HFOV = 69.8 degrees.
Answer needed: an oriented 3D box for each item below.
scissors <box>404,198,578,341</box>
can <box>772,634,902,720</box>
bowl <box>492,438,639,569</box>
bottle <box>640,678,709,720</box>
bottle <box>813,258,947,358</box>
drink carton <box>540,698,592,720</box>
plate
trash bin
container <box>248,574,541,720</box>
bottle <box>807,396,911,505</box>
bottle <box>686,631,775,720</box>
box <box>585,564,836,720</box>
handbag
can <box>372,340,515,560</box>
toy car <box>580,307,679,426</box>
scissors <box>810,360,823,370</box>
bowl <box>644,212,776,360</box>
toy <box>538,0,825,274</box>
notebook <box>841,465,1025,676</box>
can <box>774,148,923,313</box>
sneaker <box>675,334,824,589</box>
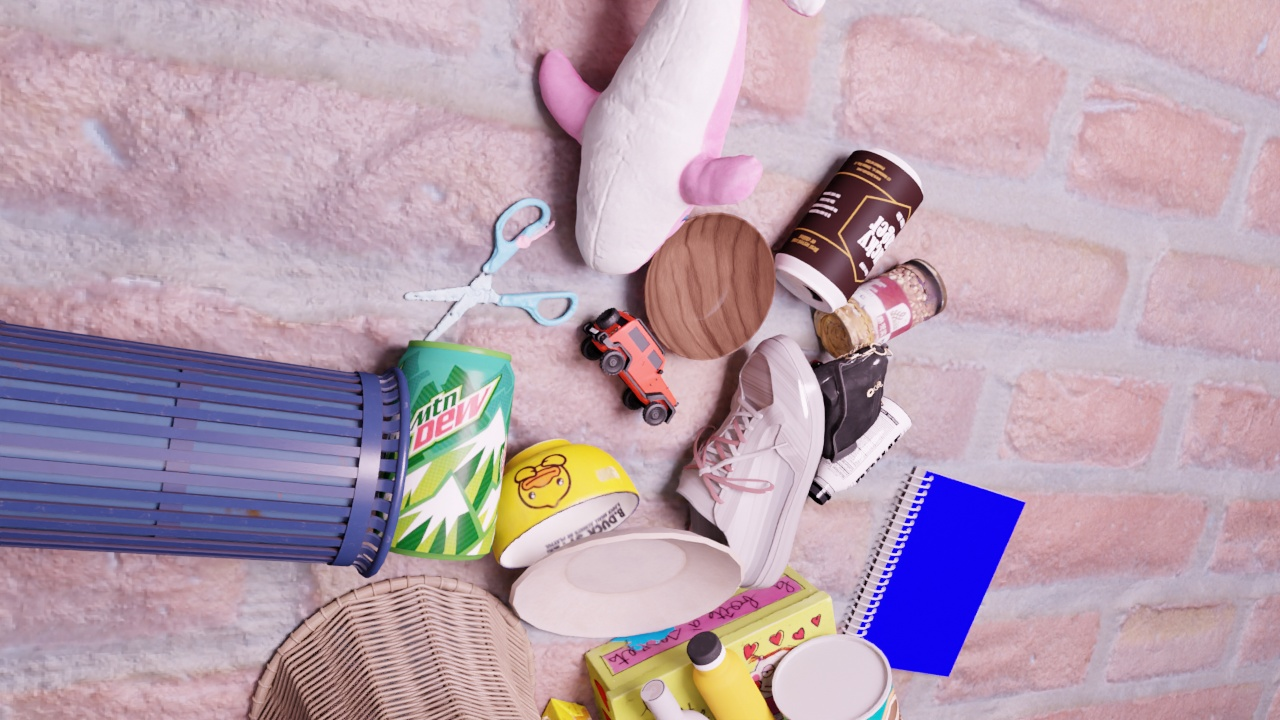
[{"bbox_3d":[-0.102,-0.050,0.689,0.139,0.015,0.118,-45,118,-1],"label":"scissors"},{"bbox_3d":[0.181,0.326,0.793,0.099,0.099,0.144,-28,116,-16],"label":"can"},{"bbox_3d":[-0.067,0.103,0.704,0.117,0.067,0.117,-23,156,-11],"label":"bowl"},{"bbox_3d":[0.051,0.336,0.764,0.052,0.052,0.195,-35,117,-13],"label":"bottle"},{"bbox_3d":[0.212,-0.045,0.812,0.105,0.056,0.056,-26,114,-17],"label":"bottle"},{"bbox_3d":[-0.052,0.343,0.754,0.043,0.134,0.058,25,95,-27],"label":"drink carton"},{"bbox_3d":[-0.011,0.175,0.743,0.188,0.027,0.189,-5,142,-4],"label":"plate"},{"bbox_3d":[-0.282,0.055,0.560,0.249,0.139,0.139,10,100,-26],"label":"trash bin"},{"bbox_3d":[-0.154,0.302,0.657,0.226,0.196,0.227,-7,108,-24],"label":"container"},{"bbox_3d":[0.199,0.087,0.853,0.116,0.041,0.041,-45,118,-8],"label":"bottle"},{"bbox_3d":[0.080,0.285,0.766,0.043,0.043,0.144,-34,116,-13],"label":"bottle"},{"bbox_3d":[0.068,0.286,0.828,0.220,0.079,0.124,-18,112,-21],"label":"box"},{"bbox_3d":[0.180,0.035,0.786,0.079,0.054,0.129,-32,146,-13],"label":"handbag"},{"bbox_3d":[-0.137,0.062,0.646,0.083,0.083,0.144,10,85,-28],"label":"can"},{"bbox_3d":[-0.004,0.004,0.725,0.048,0.051,0.100,-42,117,-7],"label":"toy car"},{"bbox_3d":[0.130,0.091,0.836,0.188,0.015,0.140,-39,119,-11],"label":"scissors"},{"bbox_3d":[0.051,-0.062,0.743,0.119,0.032,0.119,-7,108,-24],"label":"bowl"},{"bbox_3d":[0.027,-0.184,0.651,0.127,0.187,0.266,-31,149,-56],"label":"toy"},{"bbox_3d":[0.302,0.224,0.954,0.171,0.022,0.209,18,96,-30],"label":"notebook"},{"bbox_3d":[0.173,-0.109,0.765,0.072,0.072,0.128,39,87,-29],"label":"can"},{"bbox_3d":[0.080,0.094,0.767,0.089,0.099,0.236,-5,112,-30],"label":"sneaker"}]
